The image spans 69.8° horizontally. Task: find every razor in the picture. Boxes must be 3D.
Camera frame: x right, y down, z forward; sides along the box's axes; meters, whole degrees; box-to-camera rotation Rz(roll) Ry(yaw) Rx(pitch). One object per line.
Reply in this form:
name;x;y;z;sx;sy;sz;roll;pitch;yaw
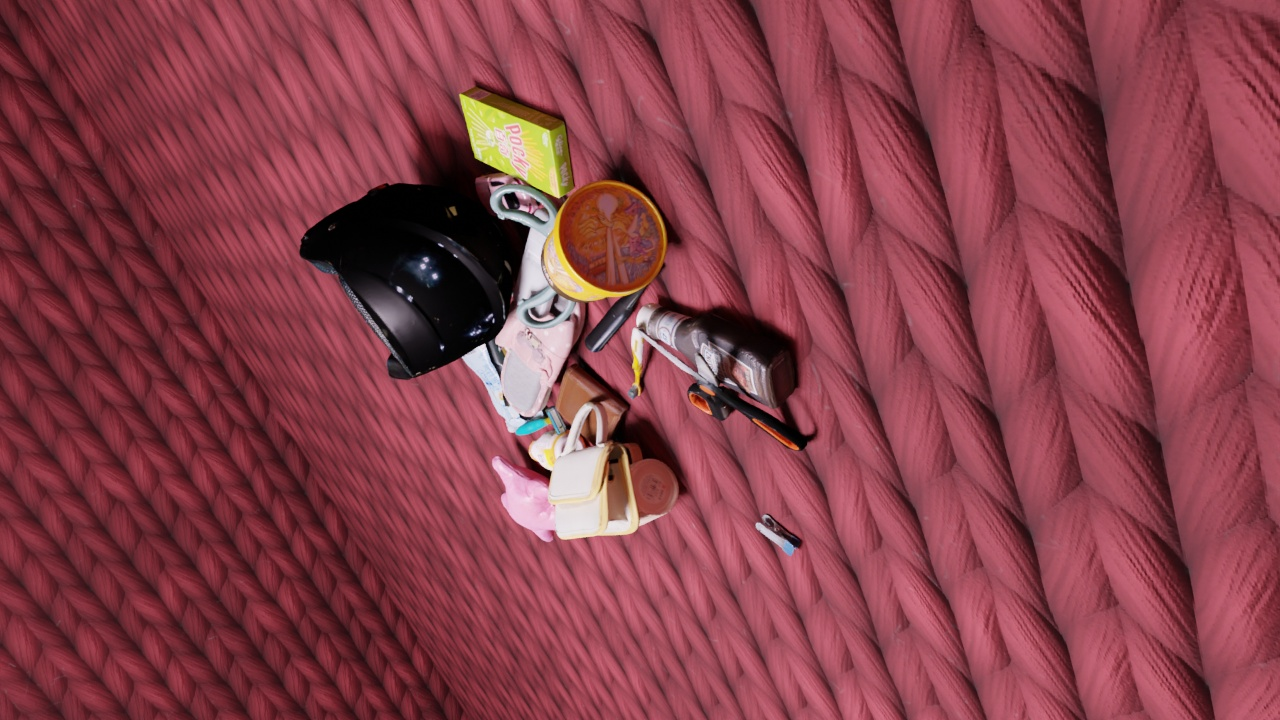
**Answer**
razor;-0.191;0.008;1.361;0.167;0.067;0.062;66;169;-4
razor;-0.153;0.097;1.383;0.133;0.028;0.043;-21;99;54

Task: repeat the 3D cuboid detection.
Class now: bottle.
bottle;0.074;-0.015;0.975;0.195;0.044;0.080;27;148;39
bottle;-0.130;0.137;1.396;0.109;0.063;0.063;-7;116;56

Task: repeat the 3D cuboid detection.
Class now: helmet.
helmet;-0.276;-0.115;1.180;0.274;0.230;0.234;-95;-16;-50

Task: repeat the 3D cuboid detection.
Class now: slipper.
slipper;-0.144;-0.020;1.222;0.114;0.054;0.275;45;138;17

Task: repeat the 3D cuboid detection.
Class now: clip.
clip;0.166;0.210;1.110;0.058;0.036;0.026;35;148;23

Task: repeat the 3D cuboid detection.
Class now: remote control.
remote control;-0.119;-0.117;1.118;0.056;0.020;0.136;36;125;25

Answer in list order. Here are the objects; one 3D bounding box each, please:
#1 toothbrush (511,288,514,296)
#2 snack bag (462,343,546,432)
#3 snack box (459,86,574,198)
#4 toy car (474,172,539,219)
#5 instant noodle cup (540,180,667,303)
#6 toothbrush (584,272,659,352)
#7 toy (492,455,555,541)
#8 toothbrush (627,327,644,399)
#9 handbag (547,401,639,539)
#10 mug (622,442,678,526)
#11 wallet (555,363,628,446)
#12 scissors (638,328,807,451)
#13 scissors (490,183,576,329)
toothbrush;-0.171;-0.093;1.262;0.180;0.016;0.016;35;139;28
snack bag;-0.219;0.031;1.432;0.111;0.038;0.191;-24;104;41
snack box;-0.141;-0.250;1.045;0.156;0.026;0.086;30;144;33
toy car;-0.168;-0.202;1.123;0.122;0.037;0.056;10;128;51
instant noodle cup;-0.047;-0.117;0.973;0.118;0.118;0.115;56;158;-5
toothbrush;-0.022;-0.060;1.078;0.213;0.027;0.026;134;129;-60
toy;-0.174;0.250;1.571;0.178;0.074;0.195;27;146;21
toothbrush;-0.006;0.006;1.095;0.016;0.018;0.192;38;161;15
handbag;-0.073;0.147;1.226;0.164;0.063;0.178;-21;75;58
mug;-0.008;0.169;1.258;0.106;0.081;0.114;-36;62;58
wallet;-0.068;0.067;1.273;0.101;0.032;0.125;42;149;13
scissors;0.087;0.034;0.954;0.228;0.021;0.221;31;169;1
scissors;-0.122;-0.118;1.087;0.171;0.019;0.170;35;122;2
